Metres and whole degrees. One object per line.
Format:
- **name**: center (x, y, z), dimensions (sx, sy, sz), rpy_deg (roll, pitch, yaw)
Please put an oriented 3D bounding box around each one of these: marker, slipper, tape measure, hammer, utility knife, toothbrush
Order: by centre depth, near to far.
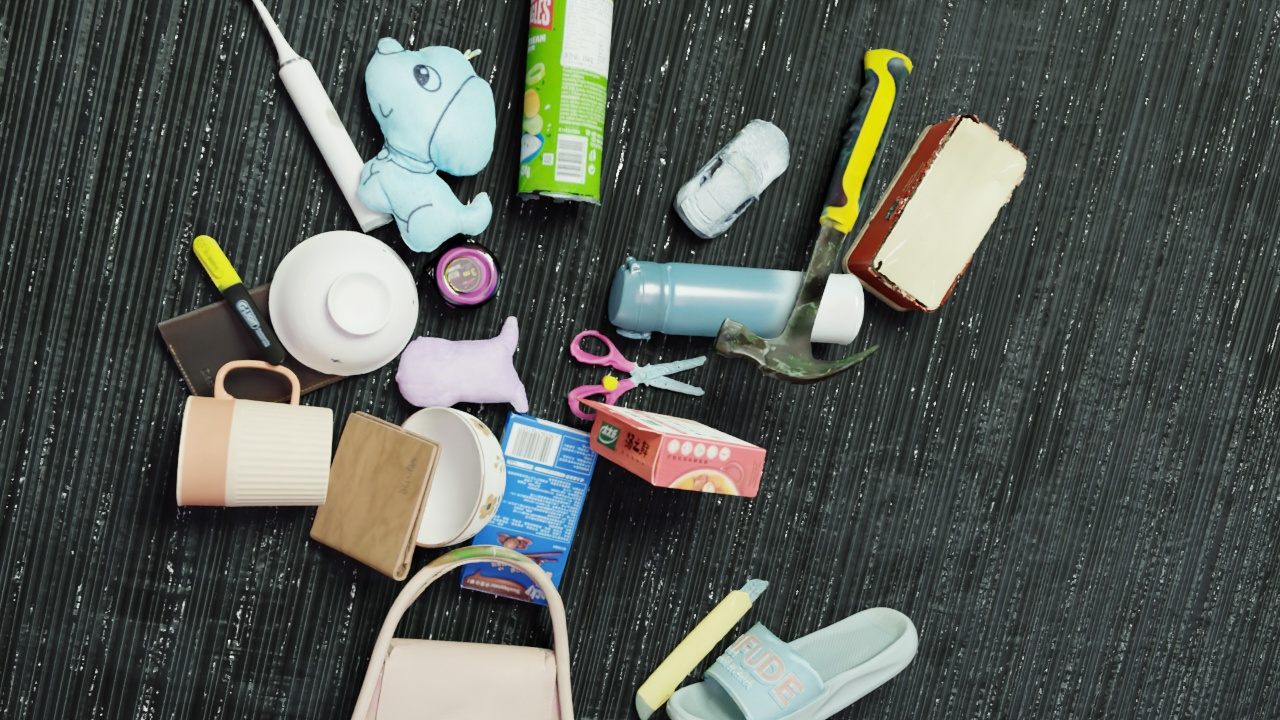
- **marker**: center (-0.316, -0.047, 0.723), dimensions (0.018, 0.015, 0.124), rpy_deg (-34, 82, -7)
- **toothbrush**: center (-0.262, -0.207, 0.732), dimensions (0.026, 0.026, 0.221), rpy_deg (-24, 101, 13)
- **tape measure**: center (-0.145, -0.071, 0.766), dimensions (0.057, 0.039, 0.058), rpy_deg (-43, 97, -7)
- **hammer**: center (0.174, -0.128, 0.786), dimensions (0.126, 0.032, 0.322), rpy_deg (22, 74, 0)
- **slipper**: center (0.140, 0.277, 0.836), dimensions (0.245, 0.104, 0.074), rpy_deg (-19, 103, -14)
- **utility knife**: center (0.057, 0.266, 0.858), dimensions (0.173, 0.019, 0.031), rpy_deg (-43, 107, -4)

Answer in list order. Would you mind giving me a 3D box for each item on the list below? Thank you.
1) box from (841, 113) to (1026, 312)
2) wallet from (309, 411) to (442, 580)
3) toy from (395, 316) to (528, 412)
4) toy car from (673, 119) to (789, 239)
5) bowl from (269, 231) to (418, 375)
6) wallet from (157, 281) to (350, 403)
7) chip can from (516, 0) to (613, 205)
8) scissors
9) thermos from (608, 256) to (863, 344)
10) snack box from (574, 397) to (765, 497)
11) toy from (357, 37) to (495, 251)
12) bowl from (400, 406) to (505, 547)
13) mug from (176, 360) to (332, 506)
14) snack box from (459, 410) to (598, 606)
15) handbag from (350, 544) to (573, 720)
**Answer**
- **box**: center (0.270, -0.130, 0.830), dimensions (0.091, 0.079, 0.168), rpy_deg (32, 89, -13)
- **wallet**: center (-0.216, 0.108, 0.750), dimensions (0.101, 0.020, 0.115), rpy_deg (15, 89, 29)
- **toy**: center (-0.152, 0.006, 0.773), dimensions (0.108, 0.039, 0.084), rpy_deg (-4, 82, -7)
- **toy car**: center (0.083, -0.160, 0.809), dimensions (0.120, 0.037, 0.054), rpy_deg (-46, 103, -8)
- **bowl**: center (-0.226, -0.046, 0.723), dimensions (0.118, 0.065, 0.118), rpy_deg (-1, 92, -28)
- **wallet**: center (-0.312, -0.008, 0.748), dimensions (0.122, 0.020, 0.096), rpy_deg (-22, 100, -7)
- **chip can**: center (-0.059, -0.247, 0.748), dimensions (0.072, 0.072, 0.236), rpy_deg (3, 95, -13)
- **scissors**: center (-0.003, 0.004, 0.820), dimensions (0.137, 0.017, 0.096), rpy_deg (-15, 92, -15)
- **thermos**: center (0.083, -0.050, 0.807), dimensions (0.220, 0.070, 0.070), rpy_deg (2, 95, -12)
- **snack box**: center (0.019, 0.073, 0.764), dimensions (0.127, 0.113, 0.044), rpy_deg (12, 93, -30)
- **toy**: center (-0.169, -0.180, 0.740), dimensions (0.161, 0.050, 0.156), rpy_deg (43, 78, -10)
- **bowl**: center (-0.153, 0.096, 0.761), dimensions (0.062, 0.114, 0.113), rpy_deg (11, 95, -57)
- **mug**: center (-0.300, 0.058, 0.722), dimensions (0.105, 0.082, 0.114), rpy_deg (5, 84, -21)
- **snack box**: center (-0.096, 0.130, 0.804), dimensions (0.084, 0.026, 0.157), rpy_deg (17, 92, -15)
- **handbag**: center (-0.143, 0.267, 0.774), dimensions (0.193, 0.093, 0.234), rpy_deg (8, 95, -14)
